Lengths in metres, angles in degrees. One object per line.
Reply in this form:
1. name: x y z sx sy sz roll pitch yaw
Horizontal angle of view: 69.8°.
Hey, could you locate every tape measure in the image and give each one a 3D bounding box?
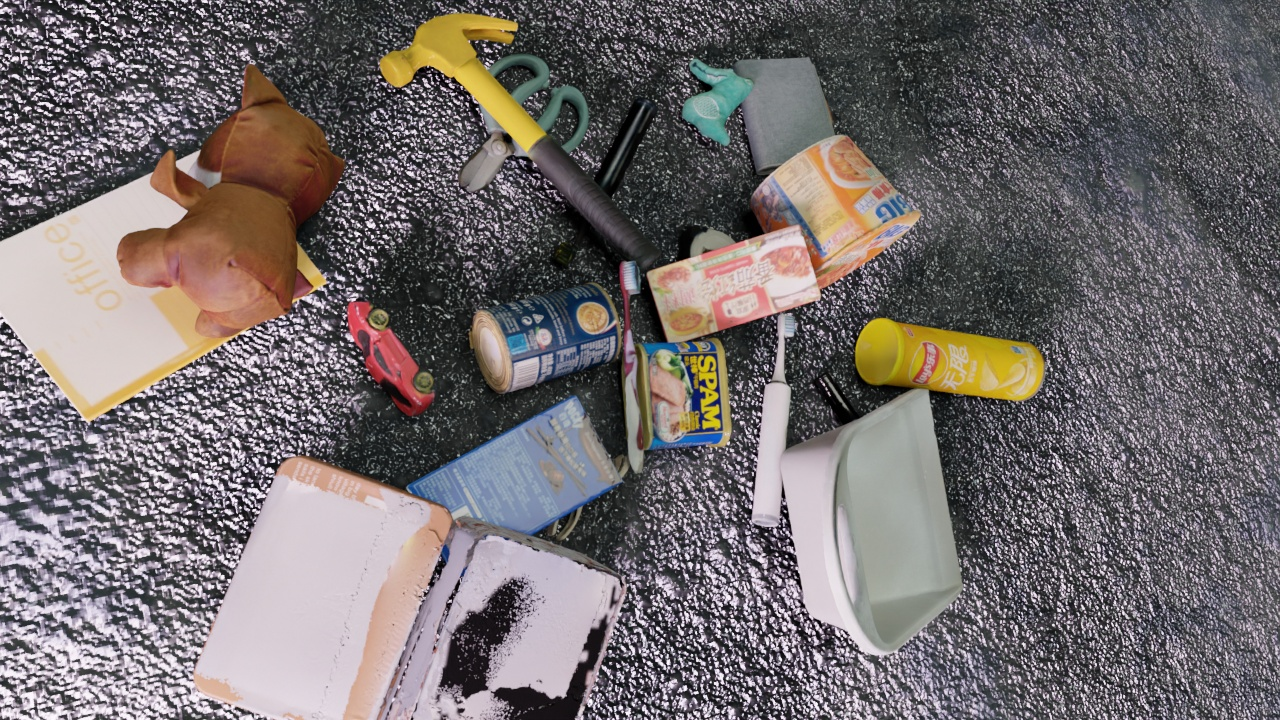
1. tape measure: 0.070 -0.098 0.923 0.066 0.034 0.065 11 71 -23

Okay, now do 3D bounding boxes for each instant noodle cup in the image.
1. instant noodle cup: 0.191 -0.150 0.941 0.151 0.152 0.111 -26 79 -30

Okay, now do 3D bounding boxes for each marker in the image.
1. marker: 0.225 0.070 0.957 0.132 0.020 0.022 56 30 0

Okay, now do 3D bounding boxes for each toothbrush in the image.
1. toothbrush: 0.134 0.054 0.912 0.026 0.027 0.220 12 68 -8
2. toothbrush: -0.034 -0.176 0.899 0.027 0.026 0.212 36 62 -22
3. toothbrush: -0.005 0.005 0.803 0.016 0.017 0.187 4 81 -59

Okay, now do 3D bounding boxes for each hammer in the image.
1. hammer: -0.093 -0.199 0.850 0.300 0.033 0.128 47 64 -4

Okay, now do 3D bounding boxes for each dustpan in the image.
1. dustpan: 0.237 0.152 0.852 0.257 0.143 0.222 -11 91 -25

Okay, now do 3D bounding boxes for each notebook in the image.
1. notebook: -0.371 -0.068 0.706 0.205 0.010 0.146 -38 93 -31

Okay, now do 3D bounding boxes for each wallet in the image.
1. wallet: 0.163 -0.272 1.022 0.106 0.037 0.129 -8 77 -17

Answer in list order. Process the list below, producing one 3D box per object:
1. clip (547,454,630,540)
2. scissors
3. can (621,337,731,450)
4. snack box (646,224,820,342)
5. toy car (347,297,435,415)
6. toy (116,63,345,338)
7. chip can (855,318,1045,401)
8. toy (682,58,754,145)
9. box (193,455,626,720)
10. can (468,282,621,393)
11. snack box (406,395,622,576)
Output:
1. clip: -0.040 0.108 0.804 0.096 0.035 0.101 6 76 -23
2. scissors: -0.104 -0.209 0.880 0.129 0.019 0.185 21 68 -19
3. can: 0.032 0.032 0.845 0.083 0.057 0.102 -3 86 -25
4. snack box: 0.088 -0.072 0.876 0.153 0.025 0.075 -17 96 4
5. toy car: -0.207 -0.003 0.746 0.031 0.049 0.106 -34 93 -32
6. toy: -0.298 -0.116 0.695 0.131 0.140 0.199 6 64 18
7. chip can: 0.341 0.002 1.005 0.213 0.072 0.072 8 71 -25
8. toy: 0.080 -0.282 0.983 0.096 0.030 0.091 39 70 11
9. box: -0.165 0.194 0.667 0.260 0.103 0.178 25 80 -23
10. can: -0.083 -0.020 0.797 0.111 0.075 0.075 -17 82 -30
11. snack box: -0.103 0.102 0.756 0.157 0.026 0.084 -28 89 -14
